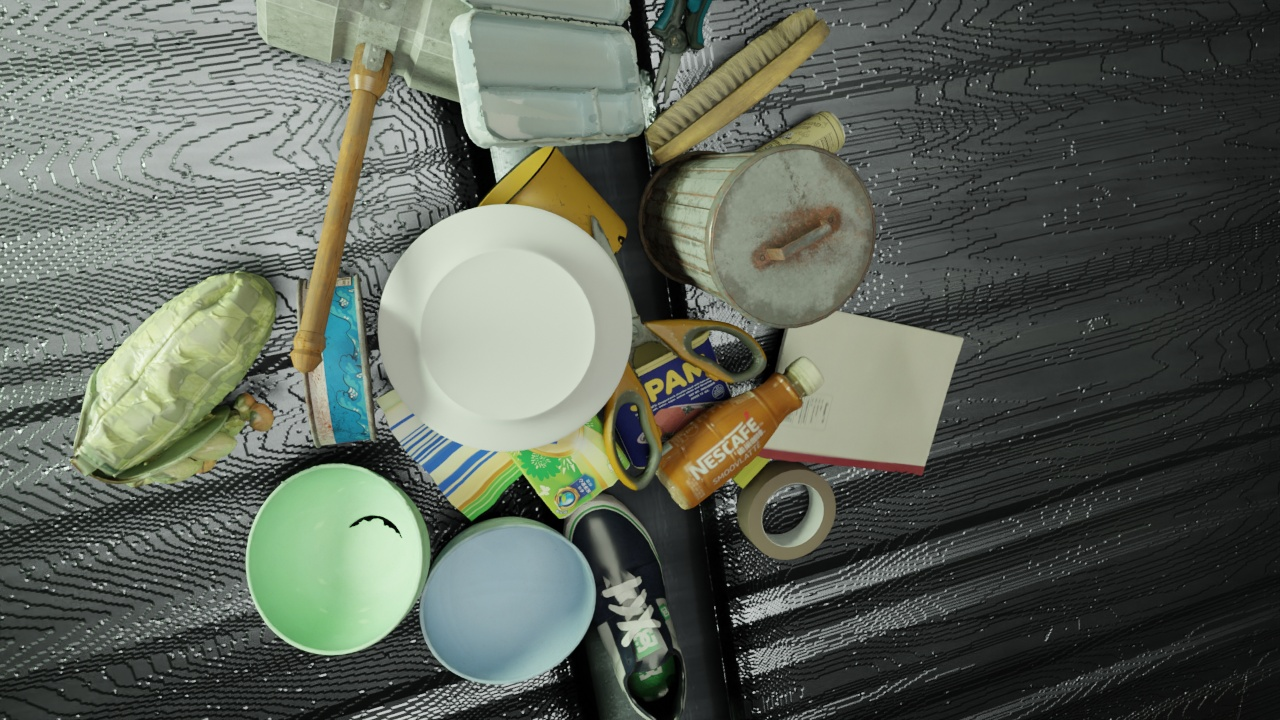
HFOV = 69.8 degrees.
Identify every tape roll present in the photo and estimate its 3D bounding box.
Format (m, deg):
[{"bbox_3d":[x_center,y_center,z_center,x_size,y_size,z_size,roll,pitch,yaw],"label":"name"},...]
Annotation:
[{"bbox_3d":[0.144,0.147,0.906,0.093,0.030,0.094,-4,104,-16],"label":"tape roll"}]

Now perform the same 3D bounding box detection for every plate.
[{"bbox_3d":[-0.098,-0.019,0.682,0.188,0.016,0.189,-2,104,-10],"label":"plate"}]

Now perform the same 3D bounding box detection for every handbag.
[{"bbox_3d":[-0.334,0.020,0.692,0.186,0.113,0.117,-45,118,-3],"label":"handbag"}]

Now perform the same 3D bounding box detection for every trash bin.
[{"bbox_3d":[0.085,-0.105,0.731,0.130,0.211,0.131,-4,104,-16],"label":"trash bin"}]

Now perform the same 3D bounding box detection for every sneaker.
[{"bbox_3d":[-0.007,0.235,0.856,0.084,0.079,0.235,-21,108,-10],"label":"sneaker"}]

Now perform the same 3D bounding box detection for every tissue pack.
[{"bbox_3d":[-0.125,0.047,0.762,0.141,0.120,0.198,-37,104,-7],"label":"tissue pack"}]

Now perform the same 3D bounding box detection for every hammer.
[{"bbox_3d":[-0.204,-0.146,0.650,0.162,0.083,0.317,13,79,-19],"label":"hammer"}]

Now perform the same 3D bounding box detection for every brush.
[{"bbox_3d":[0.082,-0.235,0.782,0.195,0.059,0.043,-39,102,-7],"label":"brush"}]

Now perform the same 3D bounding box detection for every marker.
[{"bbox_3d":[0.134,0.073,0.893,0.021,0.017,0.124,43,86,11],"label":"marker"}]

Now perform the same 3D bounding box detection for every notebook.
[{"bbox_3d":[0.216,0.033,0.898,0.208,0.012,0.153,9,100,-26],"label":"notebook"}]

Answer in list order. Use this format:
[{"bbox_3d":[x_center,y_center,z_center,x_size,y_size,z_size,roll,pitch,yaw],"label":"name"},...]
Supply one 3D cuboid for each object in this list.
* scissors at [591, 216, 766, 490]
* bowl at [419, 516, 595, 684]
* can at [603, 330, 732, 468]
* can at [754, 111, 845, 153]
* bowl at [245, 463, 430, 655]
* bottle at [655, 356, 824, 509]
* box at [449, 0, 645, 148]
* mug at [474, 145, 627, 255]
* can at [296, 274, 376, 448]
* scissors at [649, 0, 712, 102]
[{"bbox_3d":[-0.003,0.002,0.732,0.225,0.016,0.216,22,90,-25],"label":"scissors"},{"bbox_3d":[-0.122,0.201,0.816,0.150,0.075,0.151,-4,104,-17],"label":"bowl"},{"bbox_3d":[0.023,0.032,0.829,0.116,0.056,0.092,-27,110,-9],"label":"can"},{"bbox_3d":[0.141,-0.189,0.821,0.079,0.038,0.038,-32,110,-7],"label":"can"},{"bbox_3d":[-0.237,0.160,0.758,0.151,0.077,0.151,-1,83,10],"label":"bowl"},{"bbox_3d":[0.086,0.058,0.793,0.167,0.059,0.059,-38,110,-5],"label":"bottle"},{"bbox_3d":[-0.068,-0.255,0.686,0.208,0.037,0.189,-26,108,-54],"label":"box"},{"bbox_3d":[-0.079,-0.099,0.736,0.094,0.101,0.123,45,50,-23],"label":"mug"},{"bbox_3d":[-0.232,0.000,0.705,0.044,0.130,0.130,-6,104,-16],"label":"can"},{"bbox_3d":[0.043,-0.299,0.776,0.144,0.019,0.126,-35,111,-4],"label":"scissors"}]
